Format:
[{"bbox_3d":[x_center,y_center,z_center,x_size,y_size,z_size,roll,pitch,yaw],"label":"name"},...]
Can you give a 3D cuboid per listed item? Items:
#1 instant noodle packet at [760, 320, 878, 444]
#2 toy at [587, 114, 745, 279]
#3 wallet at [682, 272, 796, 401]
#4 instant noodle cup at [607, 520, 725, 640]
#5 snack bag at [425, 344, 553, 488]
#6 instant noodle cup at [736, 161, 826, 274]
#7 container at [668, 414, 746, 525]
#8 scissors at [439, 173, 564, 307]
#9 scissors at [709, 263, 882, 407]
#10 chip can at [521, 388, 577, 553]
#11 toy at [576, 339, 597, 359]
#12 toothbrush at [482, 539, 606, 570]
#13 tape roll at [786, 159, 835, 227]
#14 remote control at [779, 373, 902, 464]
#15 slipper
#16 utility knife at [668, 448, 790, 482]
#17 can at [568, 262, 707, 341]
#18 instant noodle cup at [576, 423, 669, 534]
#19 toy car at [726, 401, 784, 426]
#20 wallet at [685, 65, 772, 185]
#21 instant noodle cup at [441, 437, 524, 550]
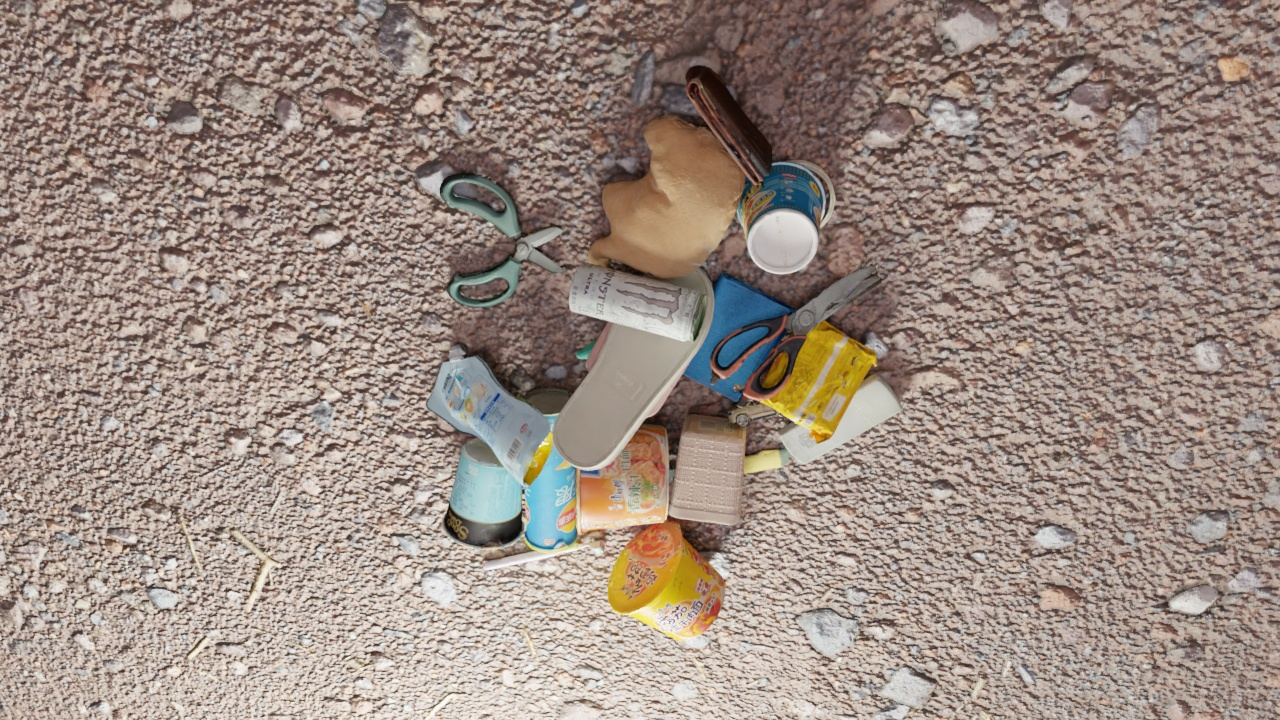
[{"bbox_3d":[0.203,0.020,1.080,0.111,0.044,0.128,31,94,-5],"label":"instant noodle packet"},{"bbox_3d":[0.021,-0.152,1.003,0.143,0.082,0.227,46,120,13],"label":"toy"},{"bbox_3d":[0.110,-0.026,1.087,0.106,0.040,0.133,26,112,-7],"label":"wallet"},{"bbox_3d":[0.041,0.306,1.243,0.138,0.137,0.110,-38,117,25],"label":"instant noodle cup"},{"bbox_3d":[-0.188,0.066,1.139,0.191,0.038,0.111,38,127,24],"label":"snack bag"},{"bbox_3d":[0.146,-0.143,0.956,0.099,0.109,0.099,3,121,5],"label":"instant noodle cup"},{"bbox_3d":[0.088,0.133,1.147,0.090,0.090,0.111,7,107,6],"label":"container"},{"bbox_3d":[-0.179,-0.144,1.069,0.171,0.019,0.180,-25,113,21],"label":"scissors"},{"bbox_3d":[0.184,-0.027,1.045,0.207,0.015,0.193,3,91,10],"label":"scissors"},{"bbox_3d":[-0.117,0.144,1.188,0.071,0.071,0.210,4,116,5],"label":"chip can"},{"bbox_3d":[-0.018,0.002,1.128,0.096,0.030,0.092,-26,118,12],"label":"toy"},{"bbox_3d":[-0.140,0.280,1.311,0.189,0.029,0.021,-13,77,16],"label":"toothbrush"},{"bbox_3d":[0.170,-0.177,1.006,0.086,0.013,0.086,3,120,6],"label":"tape roll"},{"bbox_3d":[0.247,0.073,1.138,0.150,0.021,0.058,-33,111,23],"label":"remote control"},{"bbox_3d":[-0.006,0.006,1.069,0.114,0.054,0.274,32,91,13],"label":"slipper"},{"bbox_3d":[0.089,0.144,1.202,0.219,0.022,0.031,-13,113,7],"label":"utility knife"},{"bbox_3d":[-0.003,-0.065,1.017,0.147,0.058,0.058,15,121,12],"label":"can"},{"bbox_3d":[-0.023,0.142,1.148,0.111,0.151,0.152,0,120,-2],"label":"instant noodle cup"},{"bbox_3d":[0.149,0.056,1.130,0.090,0.042,0.035,-18,94,11],"label":"toy car"},{"bbox_3d":[0.089,-0.242,0.928,0.032,0.101,0.124,-35,110,22],"label":"wallet"},{"bbox_3d":[-0.200,0.169,1.209,0.111,0.111,0.121,12,113,0],"label":"instant noodle cup"}]
